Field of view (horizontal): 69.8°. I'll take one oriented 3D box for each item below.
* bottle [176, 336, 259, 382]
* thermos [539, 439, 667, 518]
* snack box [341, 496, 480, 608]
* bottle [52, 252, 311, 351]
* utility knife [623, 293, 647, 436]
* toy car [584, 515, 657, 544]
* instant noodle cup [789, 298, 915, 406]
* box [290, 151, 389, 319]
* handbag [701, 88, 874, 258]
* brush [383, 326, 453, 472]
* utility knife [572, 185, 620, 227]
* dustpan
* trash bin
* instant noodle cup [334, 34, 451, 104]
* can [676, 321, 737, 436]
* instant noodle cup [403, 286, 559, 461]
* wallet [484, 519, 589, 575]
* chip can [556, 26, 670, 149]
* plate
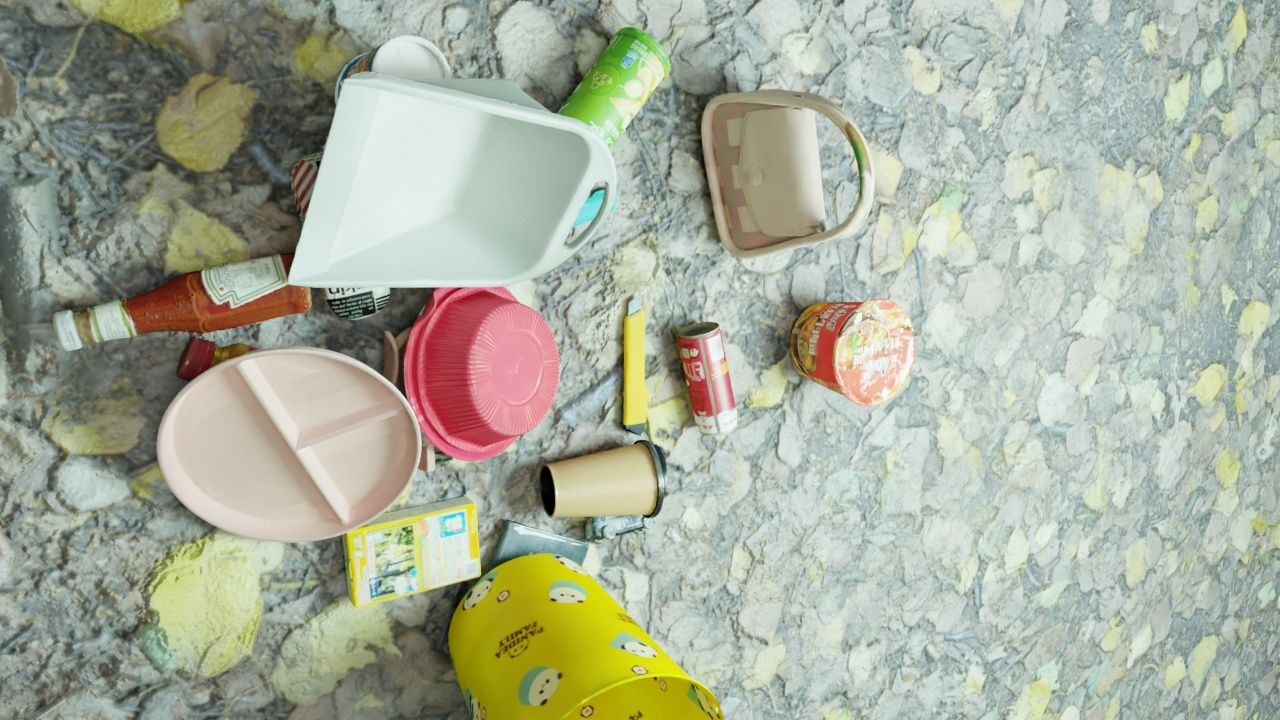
[{"bbox_3d":[-0.342,0.026,0.869,0.174,0.057,0.057,23,87,-32],"label":"bottle"},{"bbox_3d":[-0.039,0.142,1.059,0.143,0.093,0.093,-4,101,-21],"label":"thermos"},{"bbox_3d":[-0.242,0.203,0.978,0.140,0.034,0.087,-10,105,-31],"label":"snack box"},{"bbox_3d":[-0.404,-0.049,0.819,0.205,0.060,0.060,-16,107,-23],"label":"bottle"},{"bbox_3d":[-0.006,0.006,1.089,0.033,0.015,0.171,-6,101,-36],"label":"utility knife"},{"bbox_3d":[-0.023,0.197,1.103,0.090,0.043,0.034,-8,70,-25],"label":"toy car"},{"bbox_3d":[0.270,-0.016,1.194,0.137,0.109,0.138,-6,102,-30],"label":"instant noodle cup"},{"bbox_3d":[-0.286,-0.119,0.881,0.068,0.051,0.164,-17,109,-12],"label":"box"},{"bbox_3d":[0.175,-0.210,1.025,0.093,0.234,0.193,-20,109,-28],"label":"handbag"},{"bbox_3d":[-0.231,0.038,0.934,0.072,0.063,0.146,-7,102,-39],"label":"brush"},{"bbox_3d":[-0.109,-0.146,1.000,0.217,0.013,0.029,-26,114,-27],"label":"utility knife"},{"bbox_3d":[-0.149,-0.142,0.833,0.256,0.142,0.223,-36,164,-50],"label":"dustpan"},{"bbox_3d":[-0.076,0.346,0.956,0.229,0.255,0.230,-12,117,-26],"label":"trash bin"},{"bbox_3d":[-0.223,-0.251,0.848,0.099,0.110,0.099,-1,91,-27],"label":"instant noodle cup"},{"bbox_3d":[0.083,0.023,1.123,0.053,0.053,0.133,-22,110,-26],"label":"can"},{"bbox_3d":[-0.147,0.008,0.936,0.193,0.066,0.194,-1,92,-53],"label":"instant noodle cup"},{"bbox_3d":[-0.122,0.244,1.066,0.120,0.019,0.097,24,87,-34],"label":"wallet"},{"bbox_3d":[-0.053,-0.254,0.977,0.072,0.073,0.221,41,78,-30],"label":"chip can"},{"bbox_3d":[-0.323,0.079,0.857,0.229,0.028,0.230,-9,127,-12],"label":"plate"}]
